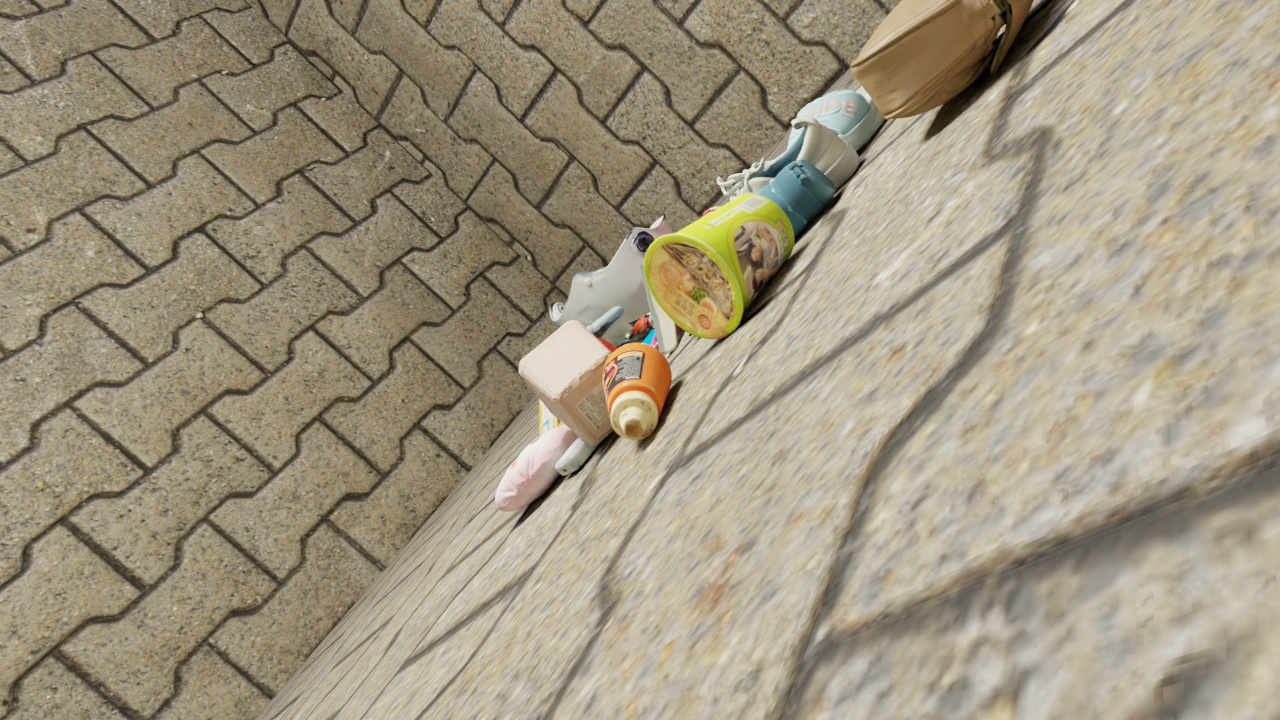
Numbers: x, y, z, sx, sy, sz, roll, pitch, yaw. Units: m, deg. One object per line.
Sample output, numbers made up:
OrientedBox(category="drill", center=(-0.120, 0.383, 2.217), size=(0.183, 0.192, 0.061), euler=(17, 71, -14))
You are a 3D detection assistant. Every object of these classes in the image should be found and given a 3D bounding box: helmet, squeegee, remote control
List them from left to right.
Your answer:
OrientedBox(category="remote control", center=(-0.043, 0.073, 1.025), size=(0.135, 0.020, 0.056), euler=(-49, 6, -26))
OrientedBox(category="helmet", center=(-0.016, -0.115, 1.533), size=(0.258, 0.146, 0.230), euler=(-41, 3, -27))
OrientedBox(category="squeegee", center=(0.115, -0.132, 1.174), size=(0.247, 0.039, 0.246), euler=(-38, 28, 16))

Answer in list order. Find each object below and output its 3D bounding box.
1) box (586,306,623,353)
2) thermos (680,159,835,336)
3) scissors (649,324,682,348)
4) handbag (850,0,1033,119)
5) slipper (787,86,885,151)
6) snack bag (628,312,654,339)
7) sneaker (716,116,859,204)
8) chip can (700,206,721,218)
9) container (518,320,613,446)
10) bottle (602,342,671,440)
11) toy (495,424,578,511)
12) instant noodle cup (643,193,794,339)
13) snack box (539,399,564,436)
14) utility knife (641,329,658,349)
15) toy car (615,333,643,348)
OrientedBox(category="box", center=(-0.072, 0.000, 1.356), size=(0.101, 0.095, 0.202), euler=(-57, 8, -34))
OrientedBox(category="thermos", center=(0.115, -0.122, 0.990), size=(0.221, 0.070, 0.070), euler=(-44, 6, 19))
OrientedBox(category="scissors", center=(0.007, -0.011, 1.218), size=(0.137, 0.017, 0.084), euler=(-44, 12, -10))
OrientedBox(category="handbag", center=(0.274, -0.290, 0.803), size=(0.148, 0.100, 0.203), euler=(-30, 16, 47))
OrientedBox(category="slipper", center=(0.243, -0.297, 1.129), size=(0.244, 0.074, 0.104), euler=(-48, 16, -33))
OrientedBox(category="snack bag", center=(0.026, -0.060, 1.343), size=(0.104, 0.026, 0.048), euler=(-25, -5, -43))
OrientedBox(category="sneaker", center=(0.129, -0.177, 1.046), size=(0.243, 0.090, 0.089), euler=(-42, 20, 29))
OrientedBox(category="chip can", center=(0.097, -0.171, 1.444), size=(0.072, 0.071, 0.209), euler=(-43, 7, 37))
OrientedBox(category="container", center=(-0.062, 0.026, 0.985), size=(0.090, 0.090, 0.111), euler=(-40, 29, -7))
OrientedBox(category="bottle", center=(-0.004, 0.033, 0.833), size=(0.067, 0.067, 0.149), euler=(-46, 12, 15))
OrientedBox(category="toy", center=(-0.116, 0.122, 1.100), size=(0.121, 0.054, 0.159), euler=(-46, -2, 22))
OrientedBox(category="instant noodle cup", center=(0.085, -0.099, 0.884), size=(0.123, 0.111, 0.112), euler=(-41, 1, -35))
OrientedBox(category="snack box", center=(-0.104, 0.062, 1.291), size=(0.141, 0.033, 0.086), euler=(138, 135, -56))
OrientedBox(category="utility knife", center=(-0.007, 0.007, 1.242), size=(0.034, 0.018, 0.158), euler=(-20, 25, 46))
OrientedBox(category="toy car", center=(-0.014, -0.012, 1.352), size=(0.043, 0.034, 0.091), euler=(-44, 19, -11))
